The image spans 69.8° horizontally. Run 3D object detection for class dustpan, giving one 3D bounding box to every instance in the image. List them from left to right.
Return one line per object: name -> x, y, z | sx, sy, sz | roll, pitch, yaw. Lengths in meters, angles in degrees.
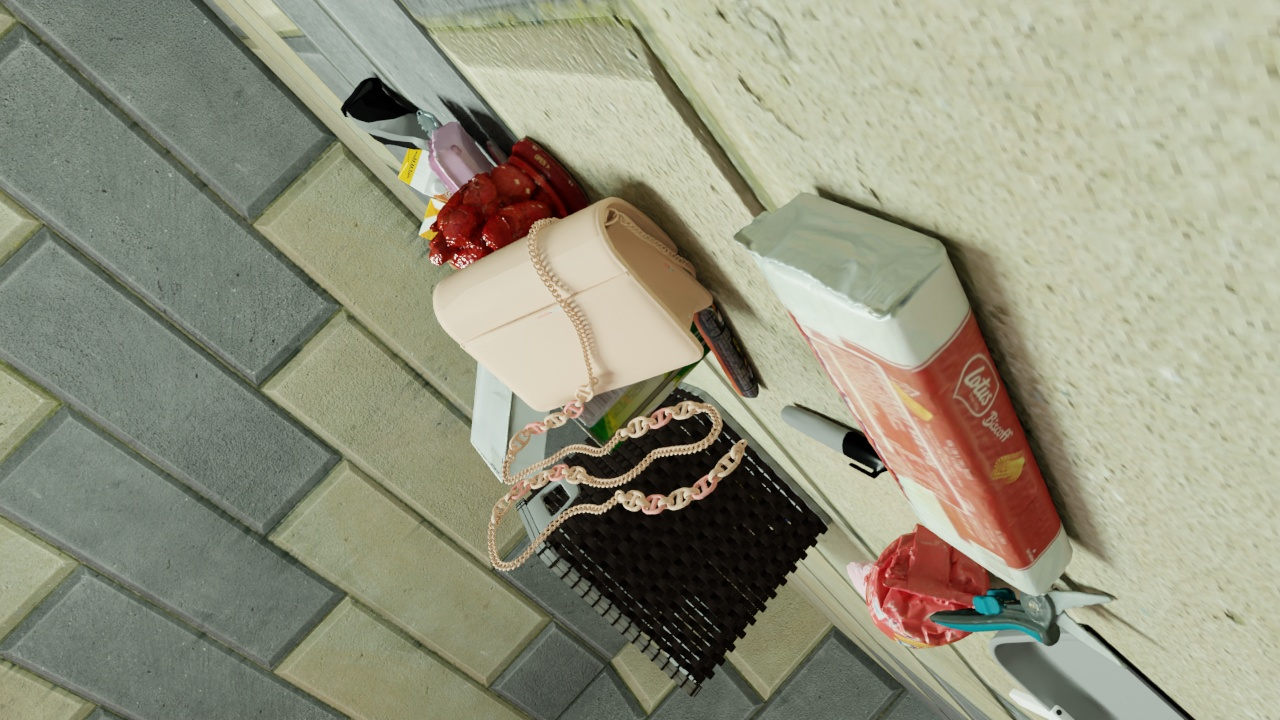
dustpan -> 0.316, 0.246, 0.644 | 0.163, 0.033, 0.258 | 43, 174, 11

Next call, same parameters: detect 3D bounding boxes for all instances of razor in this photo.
razor -> -0.259, -0.251, 0.968 | 0.156, 0.057, 0.060 | 41, 141, 34

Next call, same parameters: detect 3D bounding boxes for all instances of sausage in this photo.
sausage -> 0.062, -0.006, 0.659 | 0.020, 0.020, 0.155 | 40, 173, 34

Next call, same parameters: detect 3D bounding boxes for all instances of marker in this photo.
marker -> 0.127, 0.052, 0.616 | 0.016, 0.022, 0.139 | 31, 179, -22

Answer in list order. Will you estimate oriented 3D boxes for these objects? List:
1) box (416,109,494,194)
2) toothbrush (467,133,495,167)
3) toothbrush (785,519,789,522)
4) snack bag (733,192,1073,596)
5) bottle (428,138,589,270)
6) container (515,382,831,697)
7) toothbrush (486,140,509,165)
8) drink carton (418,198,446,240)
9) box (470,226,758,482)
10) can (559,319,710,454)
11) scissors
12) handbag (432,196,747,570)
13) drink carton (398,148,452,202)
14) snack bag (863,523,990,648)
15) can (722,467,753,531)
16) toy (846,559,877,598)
box -> -0.113, -0.126, 0.792 | 0.201, 0.041, 0.153 | 50, -171, -34
toothbrush -> -0.105, -0.145, 0.852 | 0.187, 0.012, 0.017 | 46, -173, -17
toothbrush -> 0.212, 0.226, 1.307 | 0.021, 0.017, 0.135 | 42, 173, -22
snack bag -> 0.120, 0.023, 0.384 | 0.077, 0.041, 0.225 | 36, 169, 49
bottle -> -0.093, -0.091, 0.656 | 0.099, 0.111, 0.099 | 44, 175, 5
container -> 0.035, 0.186, 1.083 | 0.245, 0.243, 0.247 | 45, 174, -13
toothbrush -> -0.091, -0.136, 0.790 | 0.135, 0.016, 0.021 | 48, 174, -35
drink carton -> -0.165, -0.129, 0.955 | 0.122, 0.041, 0.058 | 21, -171, 11
box -> -0.059, -0.030, 1.264 | 0.165, 0.445, 0.167 | 58, 168, -27
can -> -0.004, 0.004, 0.675 | 0.067, 0.121, 0.067 | 43, 175, 5
scissors -> 0.202, 0.120, 0.525 | 0.118, 0.019, 0.148 | 66, 156, 10
handbag -> -0.046, 0.006, 0.546 | 0.199, 0.186, 0.116 | -19, 134, 36
drink carton -> -0.207, -0.192, 0.962 | 0.058, 0.040, 0.122 | 17, -171, -31
snack bag -> 0.204, 0.168, 0.669 | 0.082, 0.082, 0.176 | 42, 174, 20
can -> 0.130, 0.181, 1.270 | 0.105, 0.067, 0.068 | 43, 174, 3
toy -> 0.234, 0.213, 0.859 | 0.099, 0.052, 0.096 | 41, 169, -24
